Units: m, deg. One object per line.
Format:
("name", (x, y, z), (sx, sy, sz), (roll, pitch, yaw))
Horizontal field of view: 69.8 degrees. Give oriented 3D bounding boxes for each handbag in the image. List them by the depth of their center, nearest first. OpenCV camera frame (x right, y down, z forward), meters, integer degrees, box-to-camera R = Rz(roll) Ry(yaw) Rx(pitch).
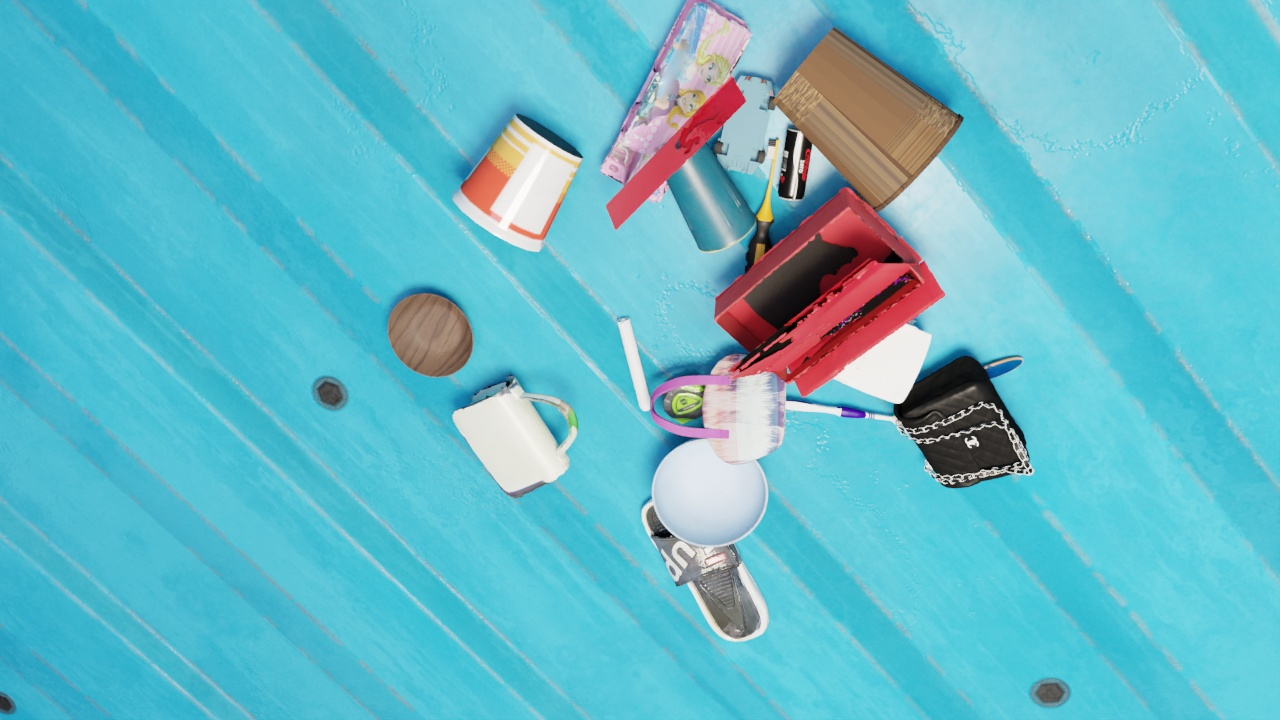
("handbag", (0.392, 0.095, 1.122), (0.125, 0.114, 0.153), (-27, 120, 25))
("handbag", (0.097, 0.058, 1.157), (0.170, 0.068, 0.144), (1, 87, 9))
("handbag", (-0.145, 0.091, 1.231), (0.176, 0.073, 0.151), (-25, 105, 38))

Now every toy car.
("toy car", (0.123, -0.274, 1.067), (0.060, 0.027, 0.108), (13, 110, 4))

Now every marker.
("marker", (-0.007, 0.007, 1.211), (0.017, 0.020, 0.134), (-10, 110, 12))

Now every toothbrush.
("toothbrush", (0.149, -0.167, 1.108), (0.031, 0.031, 0.197), (8, 110, 2))
("toothbrush", (0.410, 0.021, 1.146), (0.135, 0.017, 0.021), (-18, 125, 16))
("toothbrush", (0.264, 0.067, 1.184), (0.187, 0.016, 0.015), (8, 102, 3))

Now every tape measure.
("tape measure", (0.061, 0.049, 1.210), (0.066, 0.035, 0.059), (-23, 116, 14))

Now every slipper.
("slipper", (0.095, 0.300, 1.295), (0.111, 0.063, 0.264), (-24, 109, 18))

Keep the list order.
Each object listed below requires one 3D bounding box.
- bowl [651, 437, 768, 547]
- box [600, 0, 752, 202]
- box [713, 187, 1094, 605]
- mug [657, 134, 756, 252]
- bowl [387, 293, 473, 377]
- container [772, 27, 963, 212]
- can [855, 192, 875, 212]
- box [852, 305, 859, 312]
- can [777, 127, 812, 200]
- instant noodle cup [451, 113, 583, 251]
("bowl", (0.093, 0.166, 1.225), (0.150, 0.074, 0.150), (1, 102, 6))
("box", (0.038, -0.295, 1.054), (0.084, 0.063, 0.231), (29, 114, -3))
("box", (0.277, 0.033, 1.021), (0.213, 0.127, 0.425), (-40, 80, 29))
("mug", (0.073, -0.196, 1.066), (0.078, 0.078, 0.121), (-25, 121, 18))
("bowl", (-0.277, -0.038, 1.233), (0.119, 0.032, 0.119), (4, 113, 8))
("container", (0.241, -0.268, 1.000), (0.167, 0.132, 0.132), (40, 113, -2))
("can", (0.235, -0.142, 1.081), (0.105, 0.067, 0.067), (-39, 101, 21))
("box", (0.292, -0.012, 1.135), (0.108, 0.101, 0.102), (23, 97, 10))
("can", (0.181, -0.230, 1.073), (0.031, 0.031, 0.081), (8, 114, 6))
("instant noodle cup", (-0.140, -0.216, 1.093), (0.123, 0.123, 0.121), (33, 106, -5))
